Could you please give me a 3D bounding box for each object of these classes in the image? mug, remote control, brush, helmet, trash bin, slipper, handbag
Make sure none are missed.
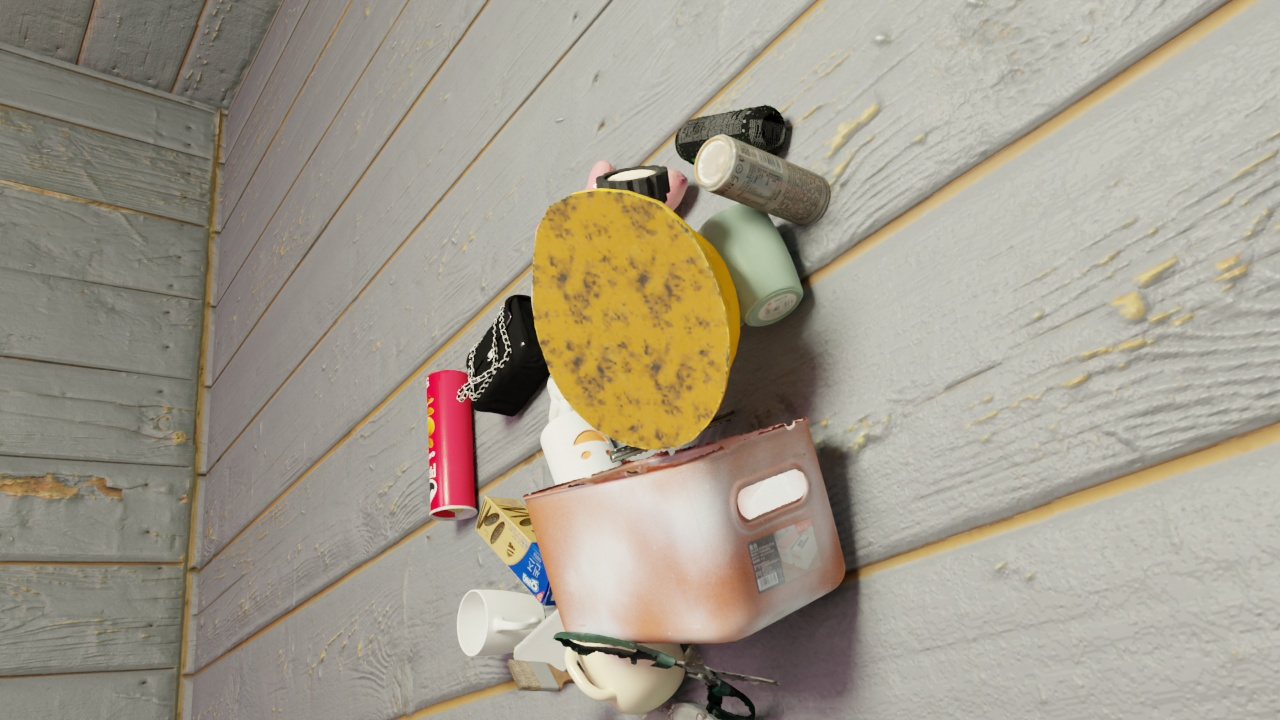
[{"bbox_3d":[0.102,-0.083,0.919,0.112,0.084,0.104,-45,58,35],"label":"mug"},{"bbox_3d":[0.033,0.078,0.943,0.033,0.136,0.013,52,-161,-87],"label":"remote control"},{"bbox_3d":[-0.167,0.333,1.163,0.114,0.087,0.081,-14,70,51],"label":"mug"},{"bbox_3d":[-0.072,0.343,0.989,0.045,0.143,0.008,41,112,59],"label":"brush"},{"bbox_3d":[0.013,-0.055,0.878,0.206,0.131,0.256,4,116,29],"label":"helmet"},{"bbox_3d":[-0.015,0.311,0.942,0.099,0.120,0.096,49,135,34],"label":"mug"},{"bbox_3d":[0.036,0.162,0.844,0.260,0.181,0.157,-19,85,49],"label":"trash bin"},{"bbox_3d":[-0.067,0.123,1.089,0.082,0.082,0.105,-55,42,29],"label":"mug"},{"bbox_3d":[-0.001,0.416,0.955,0.270,0.054,0.098,-34,53,45],"label":"slipper"},{"bbox_3d":[-0.195,-0.012,1.268,0.154,0.114,0.125,-52,42,38],"label":"handbag"}]

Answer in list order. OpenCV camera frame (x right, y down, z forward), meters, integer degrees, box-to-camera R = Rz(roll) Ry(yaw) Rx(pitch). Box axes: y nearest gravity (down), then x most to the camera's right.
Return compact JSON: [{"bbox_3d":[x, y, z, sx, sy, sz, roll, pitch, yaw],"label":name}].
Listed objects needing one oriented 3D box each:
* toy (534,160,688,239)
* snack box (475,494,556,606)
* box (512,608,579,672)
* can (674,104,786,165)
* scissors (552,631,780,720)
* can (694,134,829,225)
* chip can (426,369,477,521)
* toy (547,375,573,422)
[{"bbox_3d":[-0.033,-0.164,1.114,0.237,0.096,0.192,-28,69,36],"label":"toy"},{"bbox_3d":[-0.143,0.241,1.182,0.207,0.056,0.057,28,103,52],"label":"snack box"},{"bbox_3d":[-0.070,0.311,1.075,0.211,0.069,0.067,-47,68,35],"label":"box"},{"bbox_3d":[0.096,-0.241,0.991,0.138,0.054,0.054,9,88,54],"label":"can"},{"bbox_3d":[0.033,0.285,0.822,0.202,0.204,0.015,3,53,24],"label":"scissors"},{"bbox_3d":[0.117,-0.171,0.878,0.054,0.135,0.054,-17,68,49],"label":"can"},{"bbox_3d":[-0.288,0.127,1.392,0.069,0.069,0.220,-32,56,44],"label":"chip can"},{"bbox_3d":[-0.096,0.036,1.188,0.079,0.038,0.122,-8,72,59],"label":"toy"}]
